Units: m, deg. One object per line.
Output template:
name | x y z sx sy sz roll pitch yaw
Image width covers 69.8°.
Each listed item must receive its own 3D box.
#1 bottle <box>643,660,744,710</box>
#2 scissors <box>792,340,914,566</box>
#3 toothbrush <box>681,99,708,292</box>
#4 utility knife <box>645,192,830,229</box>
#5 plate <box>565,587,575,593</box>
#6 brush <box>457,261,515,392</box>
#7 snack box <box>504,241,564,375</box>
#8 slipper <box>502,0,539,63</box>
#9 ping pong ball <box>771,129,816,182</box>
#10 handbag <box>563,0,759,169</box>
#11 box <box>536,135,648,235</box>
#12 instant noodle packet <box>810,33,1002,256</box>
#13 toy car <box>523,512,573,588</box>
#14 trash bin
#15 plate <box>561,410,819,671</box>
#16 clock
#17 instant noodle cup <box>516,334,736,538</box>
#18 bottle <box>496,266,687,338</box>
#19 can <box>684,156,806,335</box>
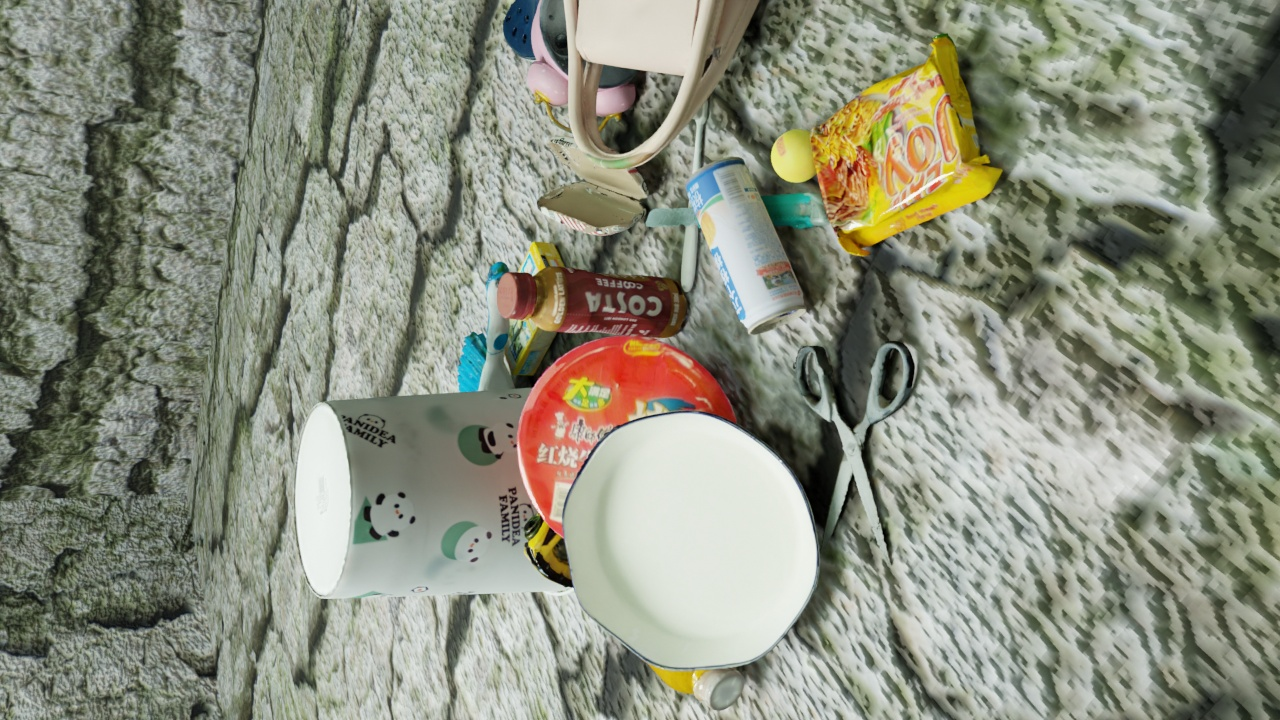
bottle | 0.021 0.235 0.811 0.189 0.068 0.068 34 115 51
scissors | 0.154 0.060 0.675 0.159 0.014 0.181 53 131 42
toothbrush | 0.047 -0.153 0.838 0.016 0.016 0.180 8 95 53
utility knife | 0.074 -0.124 0.787 0.223 0.013 0.029 7 98 51
plate | -0.083 0.139 1.004 0.231 0.027 0.230 -2 87 55
brush | -0.168 -0.004 1.034 0.109 0.060 0.315 50 149 41
snack box | -0.125 -0.059 1.071 0.141 0.033 0.087 -56 46 36
slipper | -0.082 -0.412 0.975 0.254 0.095 0.105 -37 56 45
ping pong ball | 0.121 -0.158 0.708 0.040 0.040 0.040 -4 85 55
handbag | 0.003 -0.284 0.807 0.193 0.093 0.234 23 105 41
box | -0.054 -0.185 0.935 0.162 0.076 0.087 31 141 54
instant noodle packet | 0.176 -0.142 0.628 0.129 0.044 0.110 -28 70 51
toy car | -0.050 0.137 0.861 0.041 0.071 0.155 -14 38 57
trash bin | -0.196 0.134 0.921 0.230 0.251 0.229 -4 86 54
plate | 0.040 0.140 0.728 0.205 0.045 0.205 0 91 19
clock | -0.054 -0.304 0.910 0.060 0.117 0.158 -176 90 -66
instant noodle cup | -0.008 0.074 0.801 0.065 0.194 0.194 -12 -74 -81
bottle | -0.042 -0.052 0.822 0.058 0.174 0.057 -4 85 55
can | 0.084 -0.091 0.729 0.053 0.053 0.134 -35 72 49
